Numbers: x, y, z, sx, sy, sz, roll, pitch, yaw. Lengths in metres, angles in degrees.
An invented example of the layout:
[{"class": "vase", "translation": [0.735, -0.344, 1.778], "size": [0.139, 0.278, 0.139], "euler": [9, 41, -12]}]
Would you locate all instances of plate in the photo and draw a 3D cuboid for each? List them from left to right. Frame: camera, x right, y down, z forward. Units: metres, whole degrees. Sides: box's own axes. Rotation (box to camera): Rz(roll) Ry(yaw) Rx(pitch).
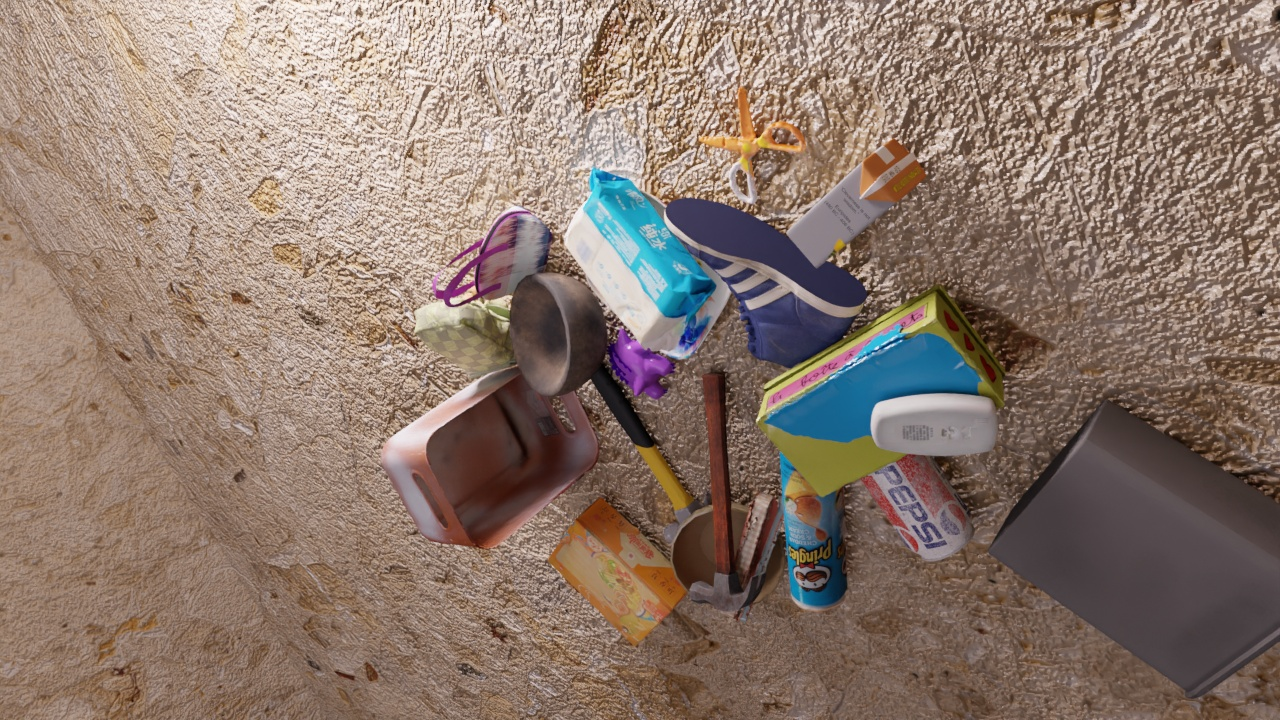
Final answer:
[{"class": "plate", "translation": [0.022, -0.105, 1.116], "size": [0.187, 0.016, 0.187], "euler": [41, 137, 12]}]

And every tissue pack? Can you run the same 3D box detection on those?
[{"class": "tissue pack", "translation": [-0.008, -0.116, 1.063], "size": [0.209, 0.065, 0.117], "euler": [51, 138, 14]}]

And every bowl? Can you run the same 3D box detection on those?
[{"class": "bowl", "translation": [-0.104, -0.037, 1.204], "size": [0.162, 0.070, 0.162], "euler": [21, 116, 52]}, {"class": "bowl", "translation": [0.118, 0.254, 1.230], "size": [0.152, 0.050, 0.152], "euler": [3, 109, 8]}]

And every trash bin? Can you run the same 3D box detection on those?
[{"class": "trash bin", "translation": [-0.216, 0.132, 1.308], "size": [0.158, 0.258, 0.181], "euler": [-10, 111, 46]}, {"class": "trash bin", "translation": [0.477, 0.175, 0.857], "size": [0.220, 0.097, 0.192], "euler": [36, 136, 19]}]

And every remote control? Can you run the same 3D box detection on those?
[{"class": "remote control", "translation": [0.277, 0.061, 0.867], "size": [0.114, 0.028, 0.060], "euler": [-3, 120, 17]}]

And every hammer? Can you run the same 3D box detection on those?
[{"class": "hammer", "translation": [0.001, 0.110, 1.277], "size": [0.127, 0.029, 0.323], "euler": [-28, 97, 47]}, {"class": "hammer", "translation": [0.101, 0.165, 1.147], "size": [0.111, 0.028, 0.300], "euler": [1, 96, 48]}]

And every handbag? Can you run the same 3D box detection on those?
[{"class": "handbag", "translation": [-0.229, -0.050, 1.281], "size": [0.113, 0.116, 0.186], "euler": [-12, 155, 19]}, {"class": "handbag", "translation": [-0.197, -0.121, 1.181], "size": [0.068, 0.169, 0.145], "euler": [36, 136, 17]}]

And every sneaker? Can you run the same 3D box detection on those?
[{"class": "sneaker", "translation": [0.121, -0.076, 1.004], "size": [0.233, 0.091, 0.119], "euler": [28, 136, 13]}]

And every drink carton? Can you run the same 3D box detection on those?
[{"class": "drink carton", "translation": [0.206, -0.150, 0.885], "size": [0.048, 0.076, 0.125], "euler": [50, 142, 2]}]

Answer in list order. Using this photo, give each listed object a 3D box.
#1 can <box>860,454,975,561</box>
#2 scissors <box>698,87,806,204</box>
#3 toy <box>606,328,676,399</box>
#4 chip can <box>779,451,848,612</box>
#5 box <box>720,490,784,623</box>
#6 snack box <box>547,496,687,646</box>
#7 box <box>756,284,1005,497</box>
[{"class": "can", "translation": [0.299, 0.145, 1.003], "size": [0.078, 0.078, 0.136], "euler": [-31, 96, 48]}, {"class": "scissors", "translation": [0.115, -0.221, 0.960], "size": [0.125, 0.011, 0.130], "euler": [17, 127, 31]}, {"class": "toy", "translation": [-0.007, 0.007, 1.188], "size": [0.088, 0.055, 0.106], "euler": [49, 149, 22]}, {"class": "chip can", "translation": [0.212, 0.194, 1.113], "size": [0.080, 0.079, 0.230], "euler": [13, 124, 35]}, {"class": "box", "translation": [0.137, 0.252, 1.175], "size": [0.060, 0.057, 0.187], "euler": [41, 123, 51]}, {"class": "snack box", "translation": [-0.030, 0.320, 1.407], "size": [0.195, 0.080, 0.145], "euler": [43, 138, 10]}, {"class": "box", "translation": [0.241, 0.034, 0.929], "size": [0.222, 0.082, 0.124], "euler": [-37, 104, 31]}]
